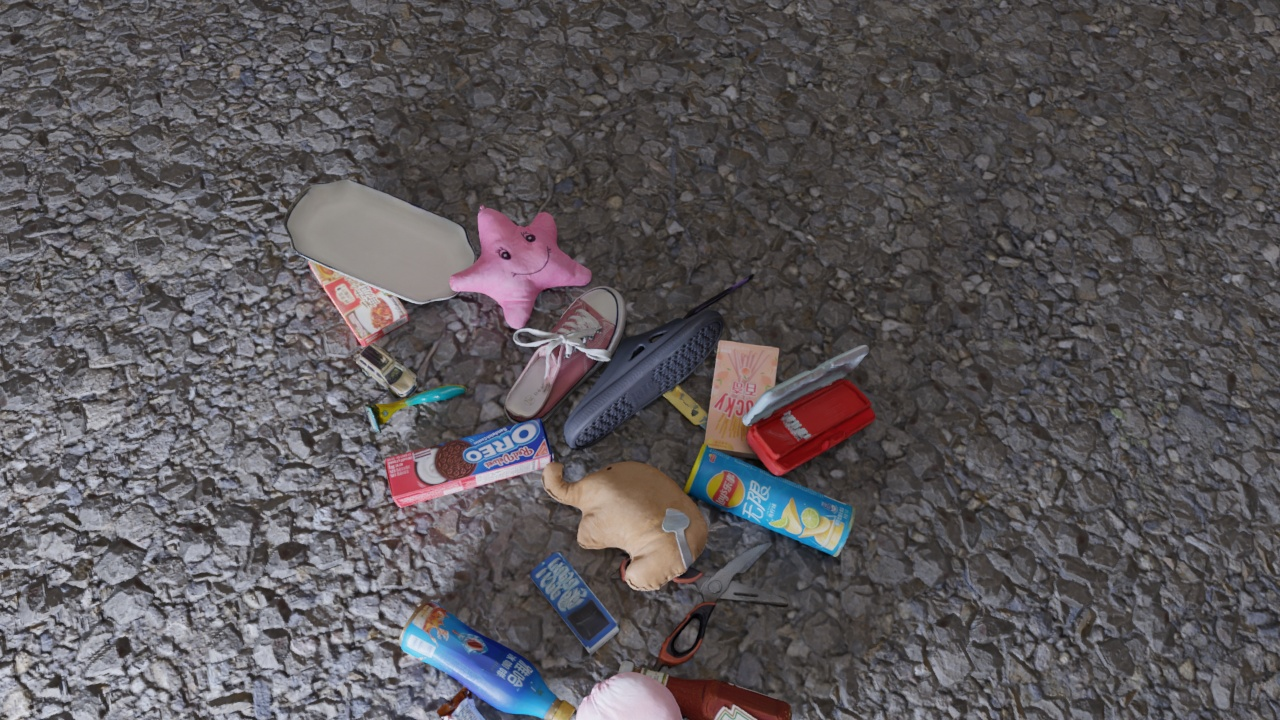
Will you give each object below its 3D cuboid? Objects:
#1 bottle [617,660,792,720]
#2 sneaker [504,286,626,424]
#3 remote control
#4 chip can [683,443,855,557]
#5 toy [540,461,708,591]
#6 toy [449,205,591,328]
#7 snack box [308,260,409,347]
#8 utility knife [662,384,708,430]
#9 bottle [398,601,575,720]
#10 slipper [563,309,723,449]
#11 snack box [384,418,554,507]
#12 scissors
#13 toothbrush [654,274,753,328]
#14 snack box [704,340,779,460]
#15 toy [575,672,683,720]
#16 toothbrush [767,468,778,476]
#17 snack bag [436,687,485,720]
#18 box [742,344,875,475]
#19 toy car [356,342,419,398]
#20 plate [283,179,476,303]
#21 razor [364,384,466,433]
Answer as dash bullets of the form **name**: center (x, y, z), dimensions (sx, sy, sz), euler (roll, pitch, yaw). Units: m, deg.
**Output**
- **bottle**: center (0.072, 0.400, 1.077), dimensions (0.206, 0.060, 0.059), euler (16, 65, 8)
- **sneaker**: center (-0.099, -0.015, 1.239), dimensions (0.118, 0.088, 0.240), euler (34, 68, 11)
- **remote control**: center (-0.082, 0.297, 1.130), dimensions (0.049, 0.024, 0.125), euler (-36, 71, -18)
- **chip can**: center (0.164, 0.180, 1.177), dimensions (0.210, 0.071, 0.071), euler (22, 65, 6)
- **toy**: center (-0.019, 0.186, 1.155), dimensions (0.226, 0.083, 0.143), euler (34, 57, 28)
- **toy**: center (-0.182, -0.141, 1.291), dimensions (0.194, 0.075, 0.178), euler (-35, 86, -29)
- **snack box**: center (-0.396, -0.098, 1.290), dimensions (0.075, 0.025, 0.153), euler (-32, 71, -18)
- **utility knife**: center (0.046, 0.043, 1.266), dimensions (0.031, 0.019, 0.178), euler (-42, 79, -14)
- **bottle**: center (-0.175, 0.361, 1.072), dimensions (0.219, 0.065, 0.065), euler (28, 66, 8)
- **slipper**: center (-0.007, 0.007, 1.215), dimensions (0.268, 0.111, 0.083), euler (-39, 68, -8)
- **snack box**: center (-0.217, 0.131, 1.180), dimensions (0.207, 0.058, 0.057), euler (-14, 70, -10)
- **scissors**: center (0.073, 0.288, 1.152), dimensions (0.189, 0.015, 0.224), euler (41, 68, 14)
- **toothbrush**: center (0.089, -0.080, 1.324), dimensions (0.188, 0.014, 0.017), euler (-32, 59, -17)
- **snack box**: center (0.137, 0.052, 1.241), dimensions (0.084, 0.026, 0.157), euler (8, 68, 6)
- **toy**: center (0.005, 0.427, 1.045), dimensions (0.159, 0.054, 0.121), euler (41, 107, 3)
- **toothbrush**: center (0.173, 0.084, 1.251), dimensions (0.029, 0.020, 0.189), euler (-17, 63, 30)
- **snack bag**: center (-0.188, 0.431, 1.059), dimensions (0.045, 0.026, 0.105), euler (-41, 73, -10)
- **box**: center (0.234, 0.062, 1.192), dimensions (0.200, 0.100, 0.094), euler (-23, 66, -33)
- **toy car**: center (-0.340, 0.014, 1.238), dimensions (0.090, 0.035, 0.042), euler (37, 70, 9)
- **plate**: center (-0.365, -0.162, 1.294), dimensions (0.265, 0.034, 0.161), euler (22, 54, -4)
- **razor**: center (-0.297, 0.056, 1.224), dimensions (0.132, 0.043, 0.028), euler (-19, 27, -14)
